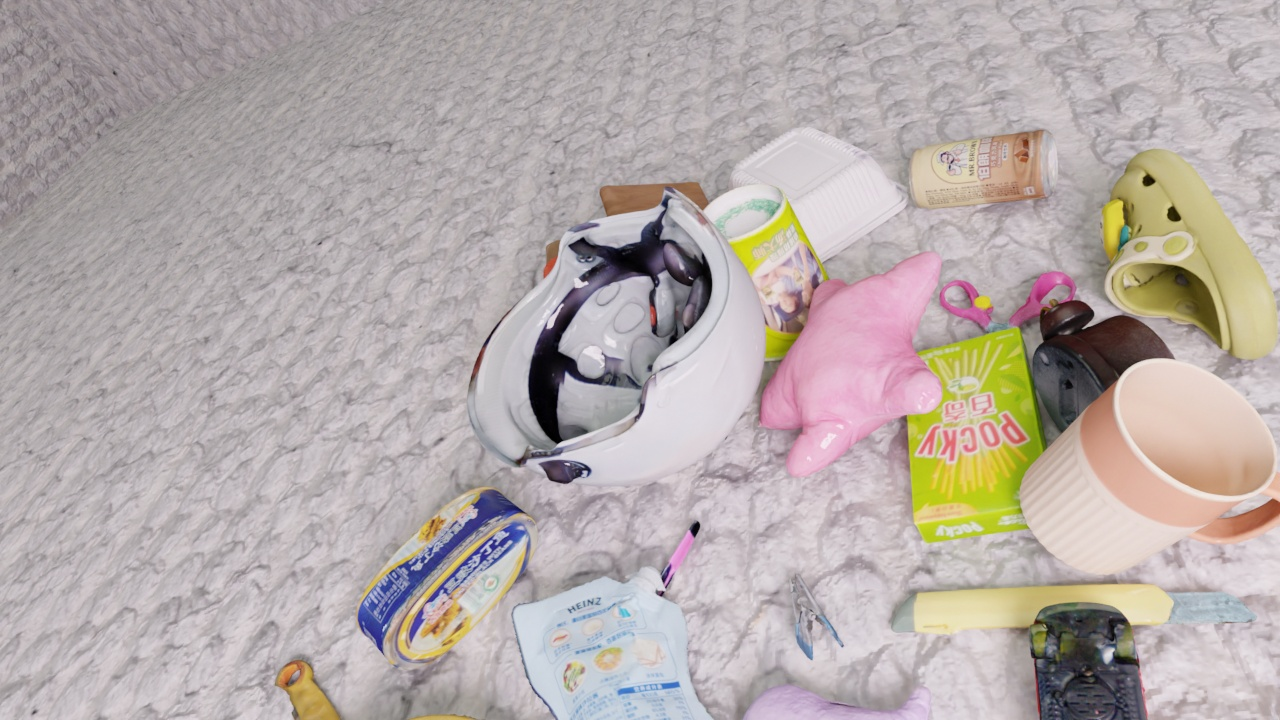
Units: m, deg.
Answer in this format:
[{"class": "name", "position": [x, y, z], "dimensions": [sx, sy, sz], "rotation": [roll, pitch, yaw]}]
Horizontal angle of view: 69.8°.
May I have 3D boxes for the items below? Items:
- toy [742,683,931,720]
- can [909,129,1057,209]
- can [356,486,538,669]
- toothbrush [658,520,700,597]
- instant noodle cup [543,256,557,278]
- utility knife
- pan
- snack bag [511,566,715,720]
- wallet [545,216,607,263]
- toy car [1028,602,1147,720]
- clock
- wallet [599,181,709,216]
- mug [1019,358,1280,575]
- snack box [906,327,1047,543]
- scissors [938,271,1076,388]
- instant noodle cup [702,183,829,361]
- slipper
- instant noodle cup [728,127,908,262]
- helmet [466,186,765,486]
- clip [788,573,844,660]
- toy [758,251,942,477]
[{"class": "toy", "position": [0.104, 0.211, 0.509], "dimensions": [0.108, 0.039, 0.083], "rotation": [-2, 43, 31]}, {"class": "can", "position": [0.304, -0.168, 0.814], "dimensions": [0.116, 0.058, 0.058], "rotation": [-1, 45, 33]}, {"class": "can", "position": [-0.146, 0.165, 0.703], "dimensions": [0.148, 0.075, 0.049], "rotation": [-44, 42, -19]}, {"class": "toothbrush", "position": [-0.006, 0.186, 0.636], "dimensions": [0.018, 0.014, 0.188], "rotation": [-2, 43, 46]}, {"class": "instant noodle cup", "position": [-0.023, -0.065, 0.892], "dimensions": [0.189, 0.079, 0.164], "rotation": [-24, 36, 6]}, {"class": "utility knife", "position": [0.237, 0.141, 0.522], "dimensions": [0.188, 0.020, 0.030], "rotation": [-13, 43, 30]}, {"class": "pan", "position": [-0.180, 0.290, 0.601], "dimensions": [0.197, 0.078, 0.358], "rotation": [-41, 44, -20]}, {"class": "snack bag", "position": [-0.011, 0.212, 0.572], "dimensions": [0.110, 0.039, 0.191], "rotation": [-25, 40, -1]}, {"class": "wallet", "position": [-0.052, -0.124, 1.024], "dimensions": [0.115, 0.033, 0.090], "rotation": [-24, 37, 13]}, {"class": "toy car", "position": [0.226, 0.180, 0.460], "dimensions": [0.053, 0.045, 0.120], "rotation": [-6, 47, 25]}, {"class": "clock", "position": [0.292, 0.008, 0.592], "dimensions": [0.055, 0.082, 0.122], "rotation": [-25, 37, -2]}, {"class": "wallet", "position": [0.019, -0.161, 0.993], "dimensions": [0.115, 0.020, 0.101], "rotation": [-5, 42, -9]}, {"class": "mug", "position": [0.284, 0.067, 0.500], "dimensions": [0.114, 0.106, 0.081], "rotation": [20, 55, 3]}, {"class": "snack box", "position": [0.228, 0.048, 0.625], "dimensions": [0.086, 0.026, 0.156], "rotation": [-16, 40, 27]}, {"class": "scissors", "position": [0.280, -0.027, 0.700], "dimensions": [0.131, 0.017, 0.133], "rotation": [-23, 41, 11]}, {"class": "instant noodle cup", "position": [0.105, -0.081, 0.787], "dimensions": [0.112, 0.123, 0.111], "rotation": [-18, 37, 14]}, {"class": "slipper", "position": [0.364, -0.072, 0.637], "dimensions": [0.082, 0.092, 0.190], "rotation": [-20, 40, 16]}, {"class": "instant noodle cup", "position": [0.163, -0.173, 0.916], "dimensions": [0.138, 0.060, 0.173], "rotation": [-34, 35, -6]}, {"class": "helmet", "position": [-0.004, 0.004, 0.733], "dimensions": [0.259, 0.146, 0.228], "rotation": [-29, 43, 34]}, {"class": "clip", "position": [0.106, 0.159, 0.583], "dimensions": [0.045, 0.027, 0.058], "rotation": [-30, 35, 12]}, {"class": "toy", "position": [0.149, 0.000, 0.684], "dimensions": [0.179, 0.074, 0.194], "rotation": [-35, 28, 39]}]
